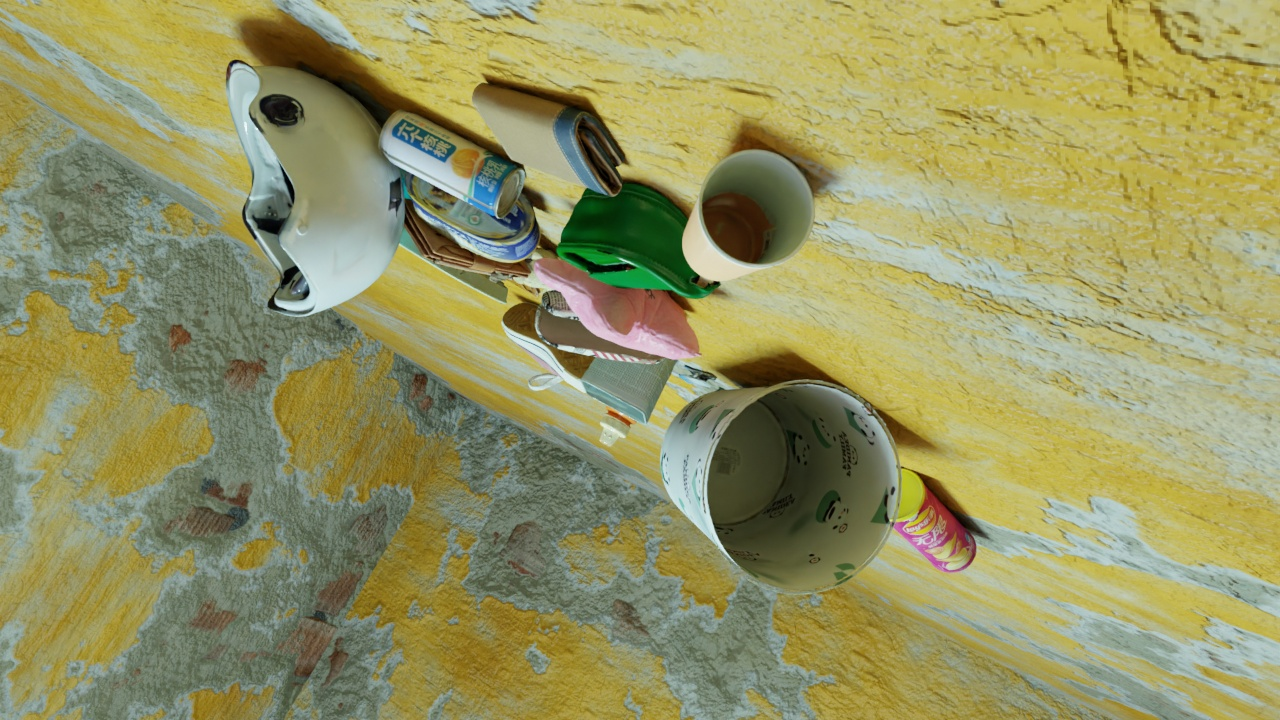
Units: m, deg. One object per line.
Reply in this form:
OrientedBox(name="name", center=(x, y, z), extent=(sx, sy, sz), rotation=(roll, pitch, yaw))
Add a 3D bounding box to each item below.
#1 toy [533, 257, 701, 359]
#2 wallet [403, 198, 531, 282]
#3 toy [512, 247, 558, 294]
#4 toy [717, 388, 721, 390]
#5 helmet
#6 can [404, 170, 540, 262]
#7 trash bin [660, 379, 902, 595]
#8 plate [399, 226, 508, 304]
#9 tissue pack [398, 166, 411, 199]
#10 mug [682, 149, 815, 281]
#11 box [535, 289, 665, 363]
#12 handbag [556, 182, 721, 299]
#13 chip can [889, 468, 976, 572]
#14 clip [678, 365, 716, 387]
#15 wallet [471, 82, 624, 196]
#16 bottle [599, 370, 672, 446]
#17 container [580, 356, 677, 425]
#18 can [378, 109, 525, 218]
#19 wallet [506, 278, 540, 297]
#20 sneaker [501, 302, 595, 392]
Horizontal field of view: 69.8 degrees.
OrientedBox(name="toy", center=(-0.004, -0.051, 0.944), extent=(0.178, 0.075, 0.194), rotation=(37, -164, 22))
OrientedBox(name="wallet", center=(-0.195, -0.133, 1.016), extent=(0.131, 0.031, 0.107), rotation=(8, -144, -44))
OrientedBox(name="toy", center=(-0.074, -0.083, 1.084), extent=(0.157, 0.066, 0.105), rotation=(28, 137, -15))
OrientedBox(name="toy", center=(0.129, 0.071, 1.310), extent=(0.096, 0.030, 0.092), rotation=(43, 159, -24))
OrientedBox(name="helmet", center=(-0.326, -0.183, 0.946), extent=(0.230, 0.145, 0.258), rotation=(-46, 61, 57))
OrientedBox(name="can", center=(-0.173, -0.158, 0.947), extent=(0.148, 0.074, 0.049), rotation=(30, 166, 8))
OrientedBox(name="trash bin", center=(0.144, 0.131, 1.090), extent=(0.229, 0.229, 0.252), rotation=(32, 174, -13))
OrientedBox(name="plate", center=(-0.276, -0.146, 1.250), extent=(0.230, 0.027, 0.230), rotation=(32, -179, -1))
OrientedBox(name="tissue pack", center=(-0.301, -0.206, 1.104), extent=(0.093, 0.050, 0.133), rotation=(26, 168, 10))
OrientedBox(name="mug", center=(0.069, -0.095, 0.654), extent=(0.078, 0.078, 0.123), rotation=(30, 174, -3))
OrientedBox(name="box", center=(-0.033, -0.051, 1.033), extent=(0.163, 0.075, 0.082), rotation=(10, 143, -18))
OrientedBox(name="handbag", center=(-0.002, -0.102, 0.819), extent=(0.120, 0.068, 0.131), rotation=(28, 170, -36))
OrientedBox(name="chip can", center=(0.379, 0.216, 1.217), extent=(0.071, 0.071, 0.210), rotation=(18, 164, 45))
OrientedBox(name="clip", center=(0.079, 0.023, 1.250), extent=(0.026, 0.038, 0.058), rotation=(40, 166, -35))
OrientedBox(name="wallet", center=(-0.073, -0.177, 0.735), extent=(0.115, 0.033, 0.090), rotation=(23, 164, 31))
OrientedBox(name="bottle", center=(-0.013, 0.050, 1.254), extent=(0.067, 0.149, 0.067), rotation=(28, 169, 6))
OrientedBox(name="container", center=(-0.007, 0.007, 1.151), extent=(0.090, 0.111, 0.090), rotation=(27, 168, 10))
OrientedBox(name="can", center=(-0.182, -0.190, 0.882), extent=(0.134, 0.053, 0.053), rotation=(28, 168, 6))
OrientedBox(name="wallet", center=(-0.176, -0.131, 1.183), extent=(0.119, 0.035, 0.131), rotation=(33, 170, 13))
OrientedBox(name="sneaker", center=(-0.109, -0.004, 1.371), extent=(0.241, 0.118, 0.088), rotation=(29, 152, 31))
